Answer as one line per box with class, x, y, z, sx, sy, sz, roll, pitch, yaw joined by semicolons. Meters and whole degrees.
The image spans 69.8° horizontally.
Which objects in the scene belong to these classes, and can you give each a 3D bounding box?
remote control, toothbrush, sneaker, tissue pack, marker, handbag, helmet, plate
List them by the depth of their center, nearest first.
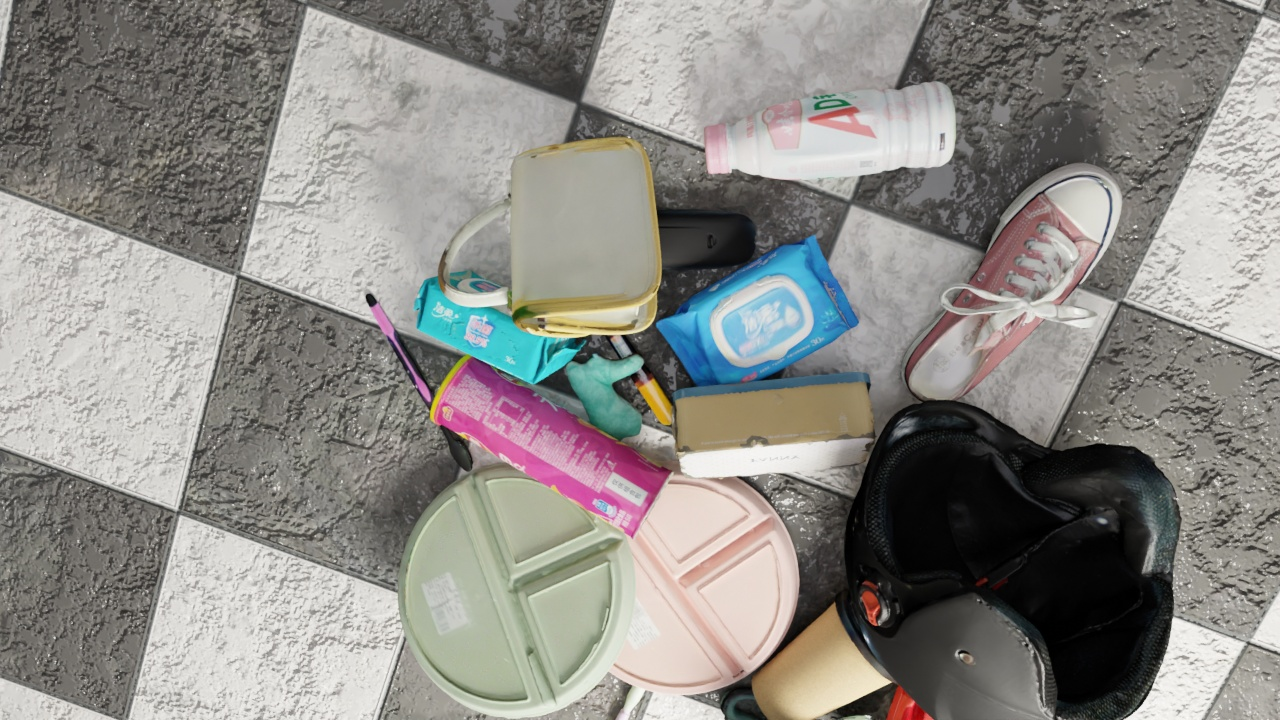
helmet;0.279;0.172;0.745;0.274;0.232;0.231;51;146;19
handbag;-0.075;-0.096;0.751;0.179;0.063;0.163;-5;63;0
sneaker;0.311;-0.055;0.759;0.118;0.087;0.241;37;103;-4
tissue pack;-0.118;-0.030;0.785;0.133;0.093;0.050;25;104;6
tissue pack;0.101;-0.033;0.797;0.157;0.052;0.095;-29;99;10
remote control;0.033;-0.105;0.800;0.136;0.024;0.053;0;102;4
marker;-0.005;0.005;0.833;0.018;0.015;0.124;-32;96;13
plate;-0.118;0.206;0.834;0.230;0.027;0.230;-2;78;11
toothbrush;-0.204;0.021;0.853;0.014;0.017;0.189;-28;96;8
plate;0.033;0.208;0.858;0.229;0.028;0.229;1;98;6
toothbrush;0.003;0.320;0.901;0.020;0.029;0.190;34;105;38

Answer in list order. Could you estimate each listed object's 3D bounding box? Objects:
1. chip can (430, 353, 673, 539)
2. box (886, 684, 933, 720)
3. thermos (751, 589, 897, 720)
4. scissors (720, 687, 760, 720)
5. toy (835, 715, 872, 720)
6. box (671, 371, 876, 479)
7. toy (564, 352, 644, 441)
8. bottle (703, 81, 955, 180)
chip can;-0.078;0.075;0.810;0.210;0.071;0.071;30;103;5
box;0.298;0.344;0.824;0.160;0.063;0.200;21;74;14
thermos;0.176;0.280;0.848;0.093;0.093;0.143;45;109;-6
scissors;0.132;0.387;0.907;0.177;0.019;0.172;7;102;4
toy;0.149;0.372;0.847;0.156;0.049;0.161;-38;138;12
box;0.120;0.058;0.791;0.184;0.090;0.063;-7;66;3
toy;-0.030;0.033;0.830;0.097;0.030;0.092;-25;101;22
bottle;0.152;-0.183;0.754;0.197;0.068;0.068;-5;102;8
